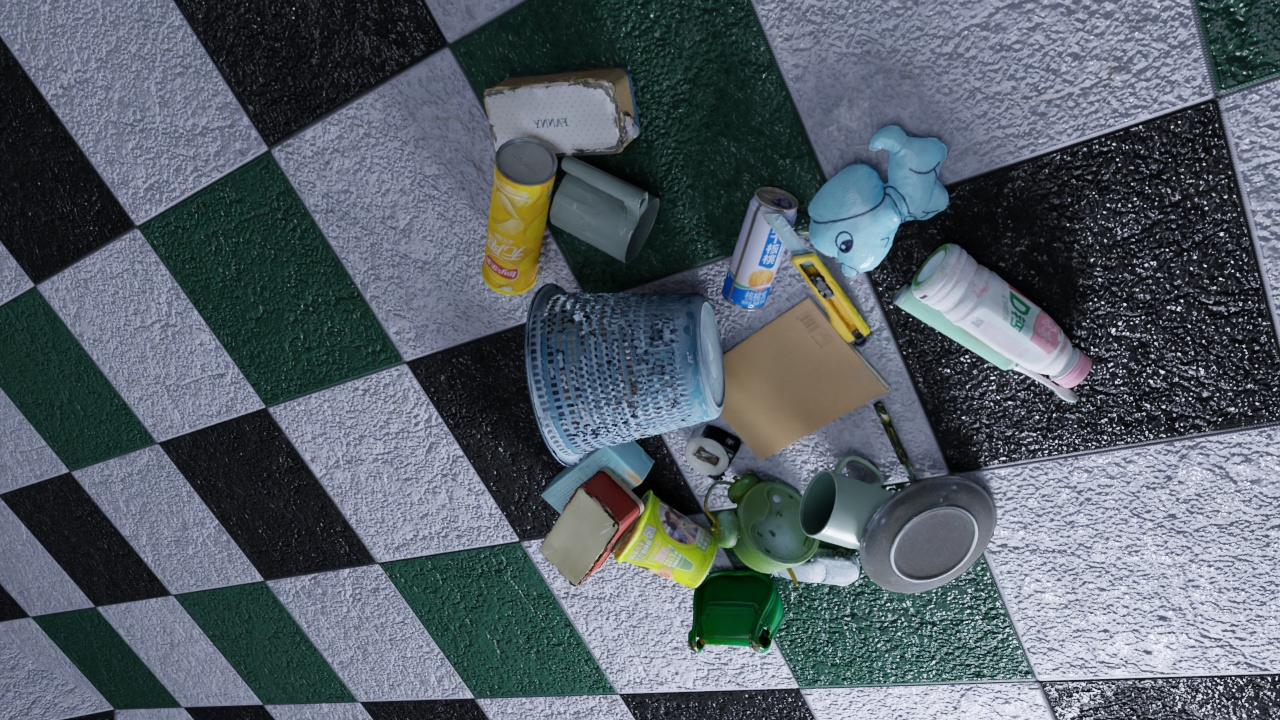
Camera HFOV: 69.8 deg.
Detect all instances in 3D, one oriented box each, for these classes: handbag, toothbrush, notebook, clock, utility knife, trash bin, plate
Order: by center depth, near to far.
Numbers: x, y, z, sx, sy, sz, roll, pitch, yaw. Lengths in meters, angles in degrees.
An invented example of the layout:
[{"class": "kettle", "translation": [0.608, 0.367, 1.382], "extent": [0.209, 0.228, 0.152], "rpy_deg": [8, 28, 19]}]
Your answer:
[{"class": "toothbrush", "translation": [0.378, -0.016, 1.001], "extent": [0.224, 0.027, 0.026], "rpy_deg": [32, 89, 4]}, {"class": "utility knife", "translation": [0.197, -0.086, 1.015], "extent": [0.033, 0.015, 0.215], "rpy_deg": [-27, 122, 26]}, {"class": "trash bin", "translation": [-0.007, 0.006, 1.101], "extent": [0.195, 0.226, 0.227], "rpy_deg": [-7, 118, 15]}, {"class": "plate", "translation": [0.352, 0.218, 1.110], "extent": [0.179, 0.024, 0.180], "rpy_deg": [-5, 118, -9]}, {"class": "toothbrush", "translation": [0.325, 0.129, 1.128], "extent": [0.012, 0.017, 0.186], "rpy_deg": [-12, 115, 39]}, {"class": "notebook", "translation": [0.178, 0.028, 1.137], "extent": [0.149, 0.012, 0.212], "rpy_deg": [47, 128, -8]}, {"class": "clock", "translation": [0.157, 0.213, 1.205], "extent": [0.161, 0.115, 0.056], "rpy_deg": [33, 140, -1]}, {"class": "handbag", "translation": [0.135, 0.363, 1.311], "extent": [0.131, 0.119, 0.068], "rpy_deg": [-8, 123, 28]}]

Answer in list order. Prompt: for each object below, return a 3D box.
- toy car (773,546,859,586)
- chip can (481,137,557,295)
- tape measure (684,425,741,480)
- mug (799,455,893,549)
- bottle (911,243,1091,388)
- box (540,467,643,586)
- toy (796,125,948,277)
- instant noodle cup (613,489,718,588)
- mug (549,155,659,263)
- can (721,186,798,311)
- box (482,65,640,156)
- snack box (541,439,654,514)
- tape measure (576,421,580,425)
[{"class": "toy car", "translation": [0.239, 0.282, 1.261], "extent": [0.121, 0.036, 0.054], "rpy_deg": [2, 121, 21]}, {"class": "chip can", "translation": [-0.146, -0.165, 1.087], "extent": [0.072, 0.071, 0.214], "rpy_deg": [30, 147, 5]}, {"class": "tape measure", "translation": [0.093, 0.121, 1.225], "extent": [0.066, 0.033, 0.066], "rpy_deg": [27, 127, 7]}, {"class": "mug", "translation": [0.268, 0.177, 1.143], "extent": [0.106, 0.111, 0.082], "rpy_deg": [18, 170, -17]}, {"class": "bottle", "translation": [0.380, -0.041, 0.959], "extent": [0.197, 0.068, 0.068], "rpy_deg": [36, 129, -4]}, {"class": "box", "translation": [-0.077, 0.236, 1.277], "extent": [0.091, 0.076, 0.169], "rpy_deg": [43, 130, 13]}, {"class": "toy", "translation": [0.240, -0.162, 0.956], "extent": [0.156, 0.049, 0.161], "rpy_deg": [-2, 118, 22]}, {"class": "instant noodle cup", "translation": [0.041, 0.262, 1.303], "extent": [0.123, 0.111, 0.112], "rpy_deg": [29, 129, -4]}, {"class": "mug", "translation": [-0.041, -0.179, 1.046], "extent": [0.103, 0.083, 0.124], "rpy_deg": [28, 162, 10]}, {"class": "can", "translation": [0.133, -0.124, 1.029], "extent": [0.053, 0.053, 0.135], "rpy_deg": [23, 128, 10]}, {"class": "box", "translation": [-0.096, -0.277, 1.036], "extent": [0.184, 0.061, 0.090], "rpy_deg": [6, 123, 25]}, {"class": "snack box", "translation": [-0.063, 0.170, 1.321], "extent": [0.074, 0.051, 0.175], "rpy_deg": [45, 129, -6]}, {"class": "tape measure", "translation": [-0.121, 0.091, 1.311], "extent": [0.057, 0.028, 0.060], "rpy_deg": [47, 128, -8]}]
